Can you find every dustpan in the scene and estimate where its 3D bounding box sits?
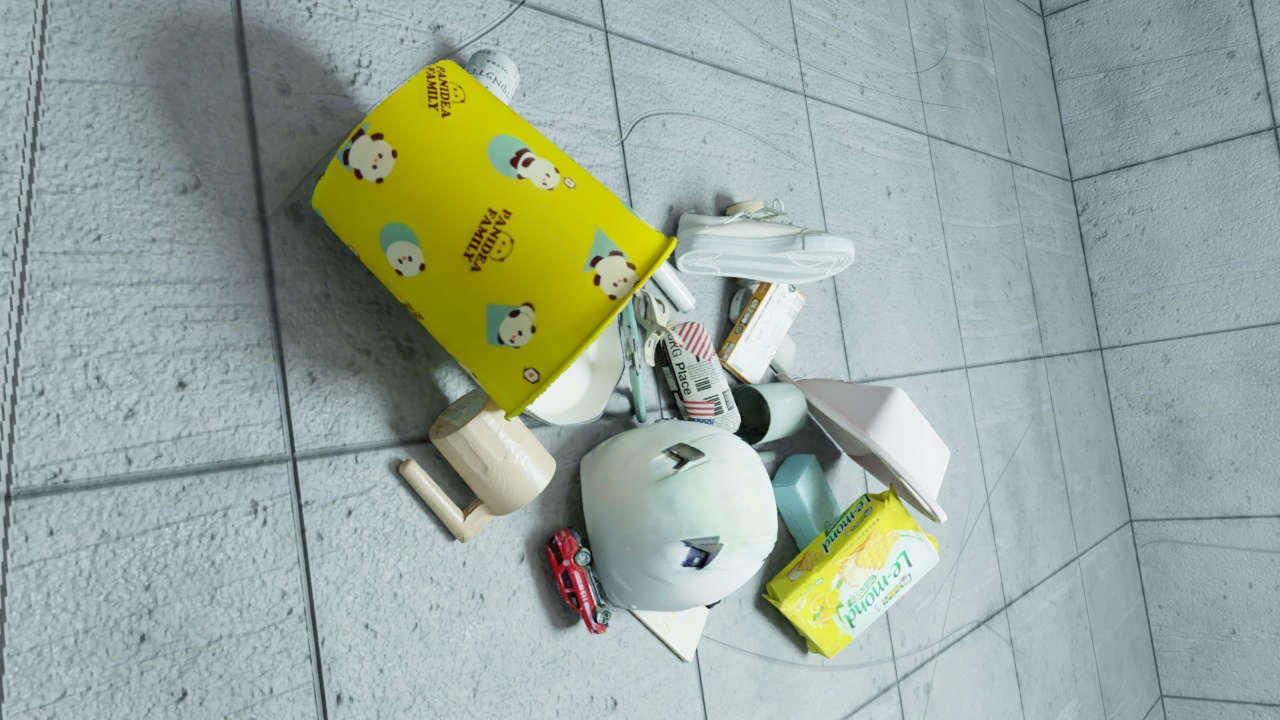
[{"bbox_3d":[0.318,0.134,1.310,0.222,0.274,0.138,43,63,-28],"label":"dustpan"}]

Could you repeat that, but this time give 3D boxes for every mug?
[{"bbox_3d":[-0.161,0.101,0.903,0.124,0.084,0.103,-42,114,-16],"label":"mug"},{"bbox_3d":[0.168,0.090,1.276,0.103,0.084,0.124,-6,113,-50],"label":"mug"}]

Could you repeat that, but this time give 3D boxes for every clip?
[{"bbox_3d":[0.016,-0.042,1.147,0.034,0.066,0.099,26,40,-44],"label":"clip"}]

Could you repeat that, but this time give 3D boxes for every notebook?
[{"bbox_3d":[0.027,0.254,1.122,0.206,0.010,0.145,50,49,-29],"label":"notebook"}]

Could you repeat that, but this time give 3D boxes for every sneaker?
[{"bbox_3d":[0.166,-0.164,1.245,0.090,0.242,0.090,97,-5,-61],"label":"sneaker"}]

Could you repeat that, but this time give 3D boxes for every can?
[{"bbox_3d":[-0.178,-0.260,0.969,0.058,0.058,0.146,42,53,-35],"label":"can"},{"bbox_3d":[0.159,-0.170,1.328,0.058,0.059,0.116,-5,85,-49],"label":"can"}]

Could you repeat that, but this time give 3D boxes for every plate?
[{"bbox_3d":[-0.100,-0.027,1.016,0.204,0.046,0.204,15,69,-46],"label":"plate"}]

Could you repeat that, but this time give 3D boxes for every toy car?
[{"bbox_3d":[-0.067,0.239,0.989,0.045,0.053,0.120,-22,96,-9],"label":"toy car"}]

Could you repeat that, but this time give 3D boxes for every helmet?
[{"bbox_3d":[0.066,0.166,1.043,0.258,0.146,0.229,2,73,-37],"label":"helmet"}]

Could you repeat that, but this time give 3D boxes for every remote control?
[{"bbox_3d":[0.181,-0.042,1.352,0.150,0.021,0.058,44,51,-33],"label":"remote control"}]

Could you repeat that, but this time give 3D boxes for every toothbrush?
[{"bbox_3d":[0.002,-0.142,1.171,0.026,0.027,0.221,-51,121,-16],"label":"toothbrush"}]

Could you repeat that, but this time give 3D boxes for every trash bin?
[{"bbox_3d":[-0.136,-0.113,0.833,0.255,0.230,0.228,43,49,-7],"label":"trash bin"}]

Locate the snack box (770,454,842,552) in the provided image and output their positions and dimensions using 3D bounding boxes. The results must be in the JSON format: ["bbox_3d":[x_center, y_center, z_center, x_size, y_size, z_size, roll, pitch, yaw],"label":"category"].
[{"bbox_3d":[0.255,0.229,1.352,0.074,0.052,0.175,-48,118,-44],"label":"snack box"}]

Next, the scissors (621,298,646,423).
[{"bbox_3d":[-0.006,0.006,1.085,0.170,0.019,0.181,-102,-175,-65],"label":"scissors"}]

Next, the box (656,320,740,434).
[{"bbox_3d":[0.078,0.026,1.173,0.076,0.088,0.163,-31,107,-40],"label":"box"}]

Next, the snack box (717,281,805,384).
[{"bbox_3d":[0.172,-0.045,1.296,0.075,0.026,0.153,38,79,-38],"label":"snack box"}]

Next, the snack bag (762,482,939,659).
[{"bbox_3d":[0.296,0.296,1.292,0.246,0.068,0.158,-42,121,1],"label":"snack bag"}]
